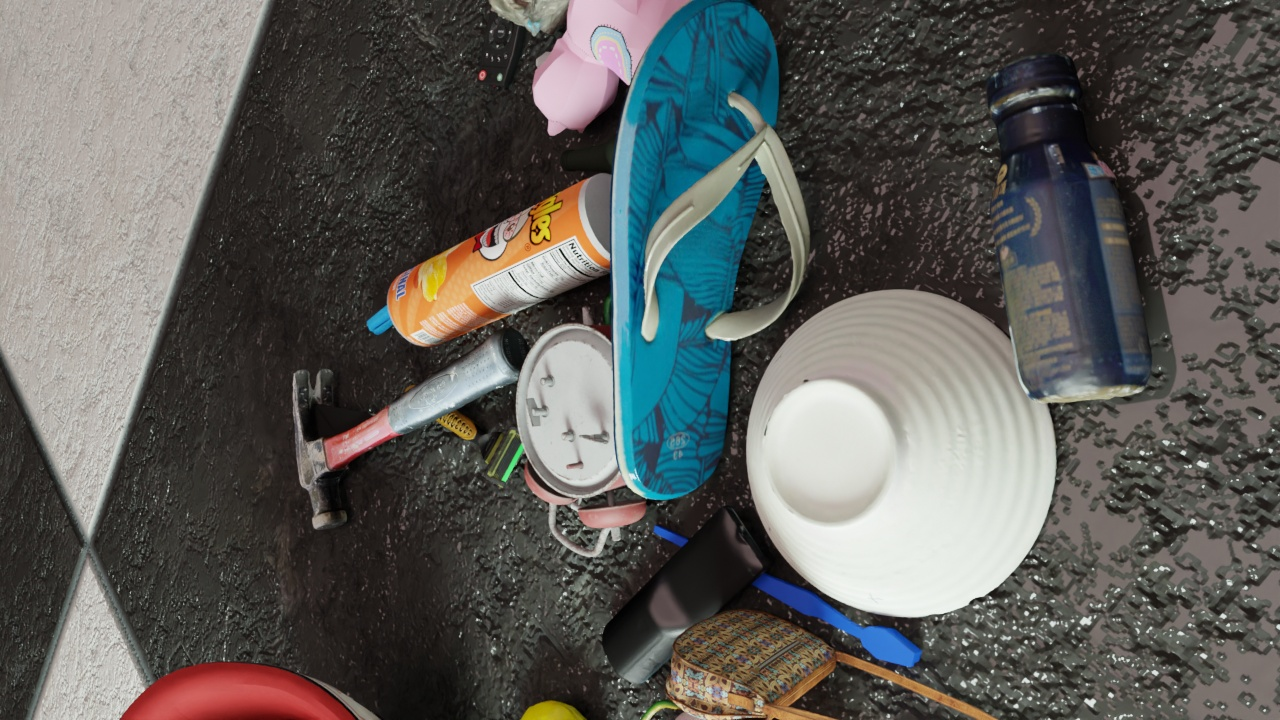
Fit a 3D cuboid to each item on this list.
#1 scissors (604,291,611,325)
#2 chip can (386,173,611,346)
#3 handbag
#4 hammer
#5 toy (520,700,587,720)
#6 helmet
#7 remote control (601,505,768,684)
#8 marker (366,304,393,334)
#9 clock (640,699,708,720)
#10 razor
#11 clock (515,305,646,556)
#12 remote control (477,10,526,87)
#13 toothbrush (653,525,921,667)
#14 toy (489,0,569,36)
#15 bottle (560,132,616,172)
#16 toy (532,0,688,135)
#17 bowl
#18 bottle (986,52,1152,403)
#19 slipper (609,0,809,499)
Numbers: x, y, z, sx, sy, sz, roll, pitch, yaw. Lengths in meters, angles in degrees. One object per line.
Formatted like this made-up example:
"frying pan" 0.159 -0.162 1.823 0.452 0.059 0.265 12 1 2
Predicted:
"scissors" 0.008 0.008 0.604 0.078 0.013 0.132 -2 88 38
"chip can" -0.095 -0.067 0.660 0.211 0.062 0.062 -18 75 37
"handbag" 0.109 0.177 0.462 0.196 0.093 0.043 7 97 35
"hammer" -0.194 0.036 0.728 0.327 0.036 0.140 -25 74 43
"toy" -0.057 0.279 0.618 0.094 0.041 0.095 7 92 45
"helmet" -0.236 0.378 0.635 0.314 0.230 0.237 45 150 26
"remote control" 0.023 0.148 0.568 0.141 0.021 0.045 -51 59 30
"marker" -0.189 -0.054 0.767 0.123 0.018 0.015 -31 73 33
"clock" 0.055 0.256 0.515 0.158 0.058 0.117 37 109 36
"razor" -0.141 0.050 0.717 0.144 0.021 0.044 26 86 38
"clock" -0.035 0.050 0.593 0.110 0.061 0.157 22 106 40
"remote control" -0.101 -0.276 0.715 0.039 0.010 0.125 19 99 39
"toothbrush" 0.078 0.132 0.539 0.187 0.011 0.016 19 99 42
"toy" -0.055 -0.307 0.642 0.133 0.076 0.175 165 118 -67
"bottle" -0.006 -0.137 0.612 0.123 0.033 0.033 5 90 40
"toy" -0.009 -0.205 0.597 0.123 0.067 0.158 45 128 20
"bowl" 0.112 0.047 0.476 0.178 0.070 0.177 -4 84 40
"bottle" 0.193 -0.061 0.425 0.056 0.056 0.160 -13 79 38
"slipper" 0.038 -0.061 0.518 0.060 0.118 0.295 14 100 53
